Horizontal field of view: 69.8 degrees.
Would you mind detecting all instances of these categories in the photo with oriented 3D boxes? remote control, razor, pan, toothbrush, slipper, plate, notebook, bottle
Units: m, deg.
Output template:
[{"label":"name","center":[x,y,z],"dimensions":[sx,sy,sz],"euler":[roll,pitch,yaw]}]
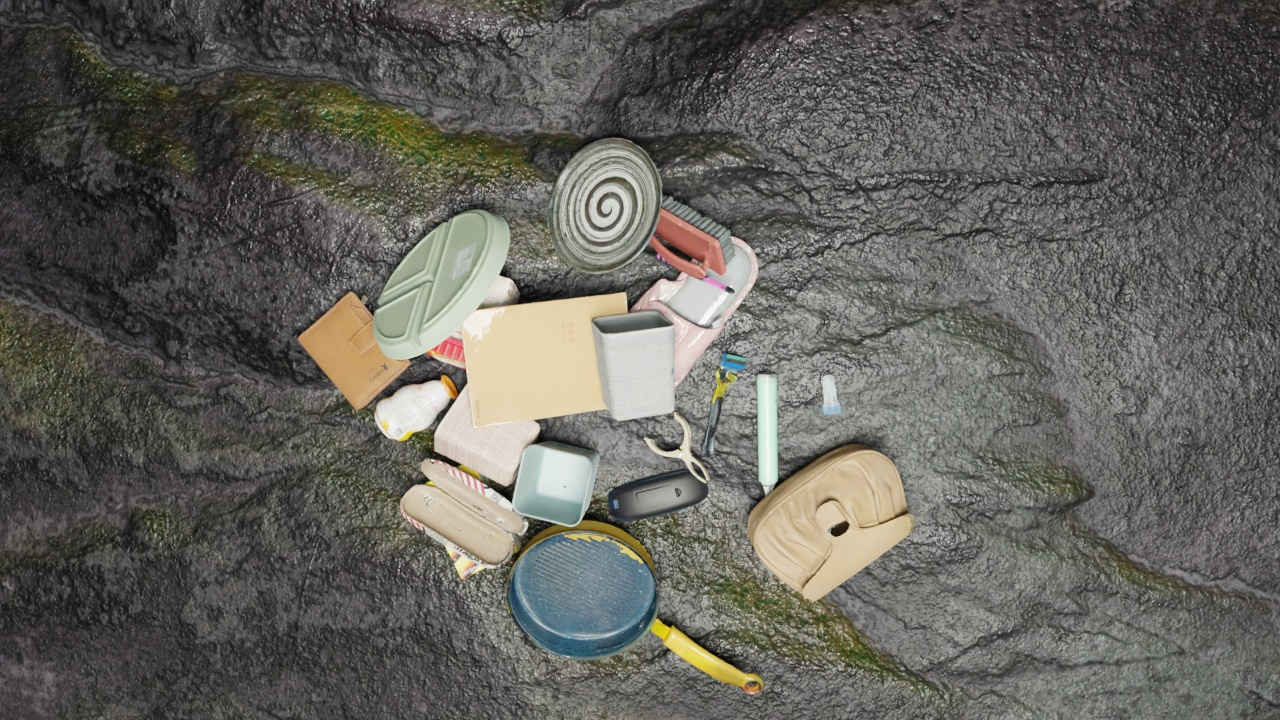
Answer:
[{"label":"remote control","center":[0.023,0.181,1.221],"dimensions":[0.136,0.024,0.053],"euler":[-15,87,6]},{"label":"razor","center":[0.103,0.060,1.213],"dimensions":[0.042,0.022,0.143],"euler":[10,98,-38]},{"label":"pan","center":[-0.002,0.338,1.188],"dimensions":[0.357,0.078,0.198],"euler":[25,111,-8]},{"label":"toothbrush","center":[0.042,-0.127,1.184],"dimensions":[0.189,0.018,0.014],"euler":[29,62,26]},{"label":"slipper","center":[0.048,-0.049,1.198],"dimensions":[0.114,0.054,0.274],"euler":[43,95,3]},{"label":"plate","center":[-0.045,-0.199,1.195],"dimensions":[0.180,0.024,0.179],"euler":[-3,84,31]},{"label":"plate","center":[-0.258,-0.102,1.161],"dimensions":[0.230,0.230,0.027],"euler":[-45,127,5]},{"label":"notebook","center":[-0.115,-0.001,1.156],"dimensions":[0.211,0.012,0.149],"euler":[-8,104,-13]},{"label":"bottle","center":[-0.300,0.061,1.232],"dimensions":[0.108,0.063,0.063],"euler":[-30,88,6]},{"label":"toothbrush","center":[0.168,0.127,1.204],"dimensions":[0.026,0.027,0.224],"euler":[-1,91,10]}]

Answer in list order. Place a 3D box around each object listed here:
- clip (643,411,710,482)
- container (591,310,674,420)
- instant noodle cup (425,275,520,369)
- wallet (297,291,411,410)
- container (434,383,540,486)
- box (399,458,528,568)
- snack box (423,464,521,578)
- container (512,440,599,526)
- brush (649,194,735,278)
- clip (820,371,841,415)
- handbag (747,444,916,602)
[{"label":"clip","center":[0.057,0.108,1.207],"dimensions":[0.099,0.035,0.098],"euler":[21,88,12]},{"label":"container","center":[-0.007,0.007,1.134],"dimensions":[0.090,0.090,0.114],"euler":[-8,107,-11]},{"label":"instant noodle cup","center":[-0.219,-0.053,1.204],"dimensions":[0.116,0.116,0.124],"euler":[20,81,5]},{"label":"wallet","center":[-0.386,-0.018,1.258],"dimensions":[0.119,0.035,0.130],"euler":[-41,88,11]},{"label":"container","center":[-0.198,0.099,1.200],"dimensions":[0.111,0.090,0.090],"euler":[30,64,2]},{"label":"box","center":[-0.230,0.200,1.189],"dimensions":[0.162,0.075,0.085],"euler":[30,60,2]},{"label":"snack box","center":[-0.232,0.214,1.244],"dimensions":[0.087,0.033,0.140],"euler":[-27,86,5]},{"label":"container","center":[-0.104,0.153,1.190],"dimensions":[0.090,0.111,0.090],"euler":[13,93,6]},{"label":"brush","center":[0.048,-0.159,1.172],"dimensions":[0.069,0.063,0.146],"euler":[-44,57,-15]},{"label":"clip","center":[0.248,0.044,1.197],"dimensions":[0.024,0.028,0.057],"euler":[-6,100,7]},{"label":"handbag","center":[0.243,0.204,1.157],"dimensions":[0.204,0.100,0.148],"euler":[-37,96,2]}]
